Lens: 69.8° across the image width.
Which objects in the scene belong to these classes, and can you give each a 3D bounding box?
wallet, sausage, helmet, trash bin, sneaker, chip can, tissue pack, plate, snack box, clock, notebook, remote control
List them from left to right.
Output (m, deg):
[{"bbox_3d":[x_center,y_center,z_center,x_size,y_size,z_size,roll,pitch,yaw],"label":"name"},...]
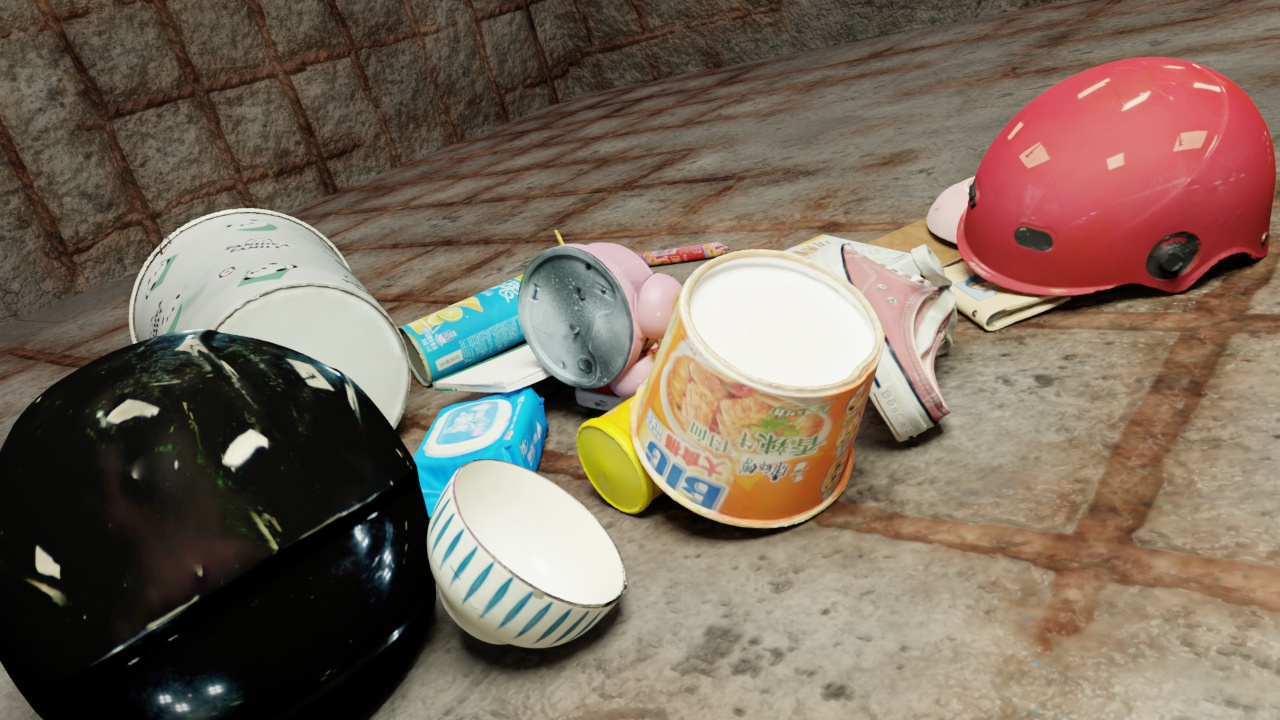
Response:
[{"bbox_3d":[-0.243,0.093,0.522,0.232,0.231,0.274,-32,65,-34],"label":"helmet"},{"bbox_3d":[-0.349,-0.013,0.877,0.229,0.230,0.252,-26,29,-24],"label":"trash bin"},{"bbox_3d":[-0.127,0.072,0.723,0.095,0.052,0.157,-14,22,7],"label":"tissue pack"},{"bbox_3d":[-0.154,-0.047,1.004,0.209,0.071,0.071,-27,24,-24],"label":"chip can"},{"bbox_3d":[-0.075,-0.013,0.862,0.208,0.012,0.151,-24,14,-33],"label":"notebook"},{"bbox_3d":[-0.022,-0.031,0.735,0.158,0.117,0.059,32,34,24],"label":"clock"},{"bbox_3d":[-0.005,0.005,0.831,0.056,0.020,0.135,9,32,27],"label":"remote control"},{"bbox_3d":[0.038,-0.129,1.136,0.156,0.020,0.020,-4,25,28],"label":"sausage"},{"bbox_3d":[0.055,0.029,0.674,0.212,0.072,0.072,-30,26,-32],"label":"chip can"},{"bbox_3d":[0.197,-0.092,0.924,0.084,0.027,0.157,-24,24,-18],"label":"snack box"},{"bbox_3d":[0.191,-0.033,0.682,0.088,0.118,0.240,-30,25,14],"label":"sneaker"},{"bbox_3d":[0.294,-0.115,0.924,0.101,0.020,0.115,-24,25,-18],"label":"wallet"},{"bbox_3d":[0.307,-0.062,0.782,0.087,0.024,0.115,-21,22,1],"label":"wallet"},{"bbox_3d":[0.382,-0.157,0.903,0.192,0.039,0.192,-8,25,3],"label":"plate"},{"bbox_3d":[0.381,-0.160,0.740,0.240,0.144,0.206,-17,39,-8],"label":"helmet"}]

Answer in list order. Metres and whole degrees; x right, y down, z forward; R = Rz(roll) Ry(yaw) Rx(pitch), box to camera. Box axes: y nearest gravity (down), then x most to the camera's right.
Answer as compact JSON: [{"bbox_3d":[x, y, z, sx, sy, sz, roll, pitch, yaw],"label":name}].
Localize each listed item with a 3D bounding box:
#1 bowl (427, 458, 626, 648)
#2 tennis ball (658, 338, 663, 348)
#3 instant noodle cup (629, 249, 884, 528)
[{"bbox_3d":[-0.073,0.118,0.524,0.066,0.116,0.116,-53,15,16],"label":"bowl"},{"bbox_3d":[0.048,-0.012,0.784,0.065,0.065,0.065,-14,22,6],"label":"tennis ball"},{"bbox_3d":[0.075,0.011,0.567,0.151,0.112,0.151,5,47,-6],"label":"instant noodle cup"}]
